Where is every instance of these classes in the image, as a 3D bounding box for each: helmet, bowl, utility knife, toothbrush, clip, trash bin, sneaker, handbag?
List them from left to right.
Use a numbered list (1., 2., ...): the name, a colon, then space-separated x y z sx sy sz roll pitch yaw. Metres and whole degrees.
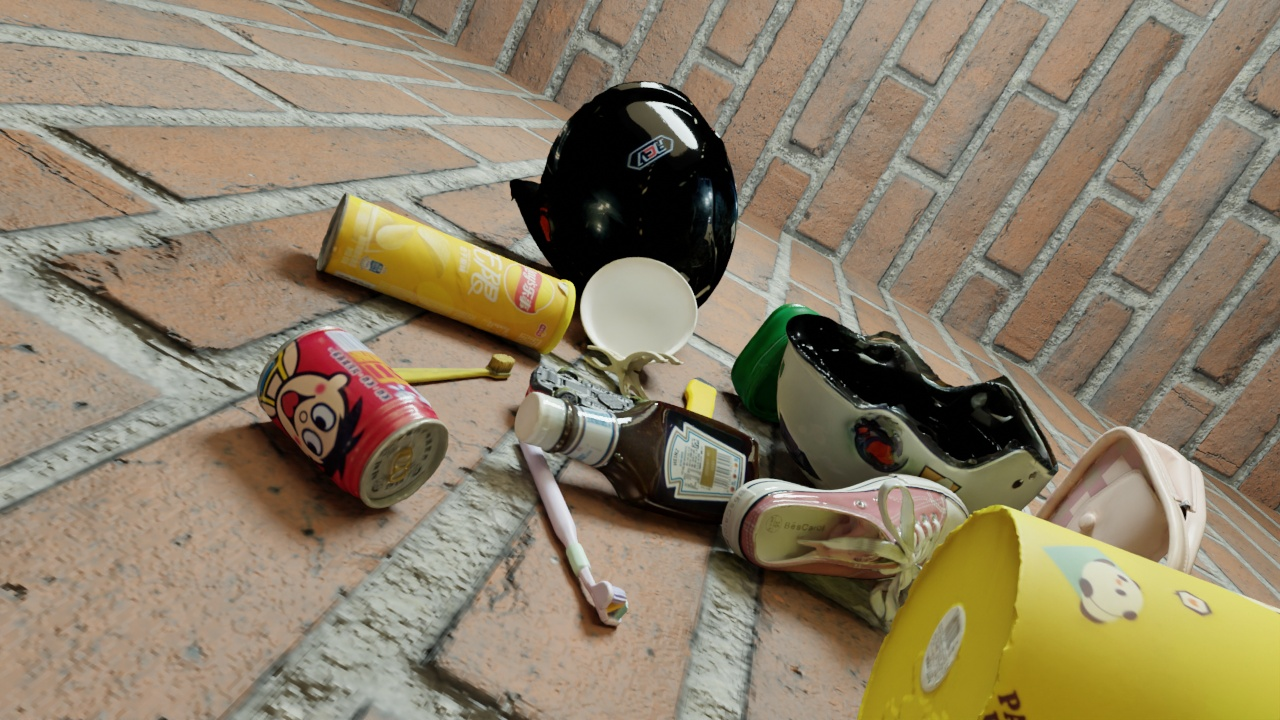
1. toothbrush: -0.155 0.007 0.679 0.016 0.017 0.189 34 18 25
2. toothbrush: -0.050 0.097 0.590 0.021 0.029 0.189 -18 34 -14
3. bowl: -0.004 -0.040 0.949 0.118 0.118 0.065 32 -22 8
4. clip: -0.002 0.001 0.860 0.035 0.095 0.102 5 40 -52
5. helmet: -0.002 -0.172 1.036 0.230 0.233 0.275 54 -15 22
6. utility knife: 0.056 0.047 0.906 0.033 0.015 0.156 23 18 1
7. handbag: 0.173 0.011 1.003 0.120 0.131 0.068 25 22 -24
8. sneaker: 0.177 0.136 0.695 0.240 0.118 0.088 9 11 -32
9. helmet: 0.242 0.078 0.878 0.274 0.157 0.229 21 23 4
10. handbag: 0.466 0.191 0.889 0.093 0.194 0.233 28 27 2
11. trash bin: 0.257 0.208 0.450 0.255 0.230 0.229 25 17 6

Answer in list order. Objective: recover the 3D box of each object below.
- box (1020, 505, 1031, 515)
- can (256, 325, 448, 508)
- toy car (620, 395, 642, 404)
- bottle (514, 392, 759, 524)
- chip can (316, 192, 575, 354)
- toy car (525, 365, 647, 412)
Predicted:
1. box: 0.372 0.142 1.021 0.164 0.052 0.068 23 23 -19
2. can: -0.161 0.032 0.516 0.094 0.067 0.066 37 19 22
3. toy car: 0.022 0.062 0.776 0.121 0.037 0.054 22 16 11
4. bottle: 0.002 0.066 0.663 0.194 0.079 0.044 20 -23 -31
5. chip can: -0.165 -0.072 0.797 0.213 0.072 0.072 20 20 -25
6. toy car: -0.034 0.044 0.719 0.120 0.045 0.052 21 21 -9
